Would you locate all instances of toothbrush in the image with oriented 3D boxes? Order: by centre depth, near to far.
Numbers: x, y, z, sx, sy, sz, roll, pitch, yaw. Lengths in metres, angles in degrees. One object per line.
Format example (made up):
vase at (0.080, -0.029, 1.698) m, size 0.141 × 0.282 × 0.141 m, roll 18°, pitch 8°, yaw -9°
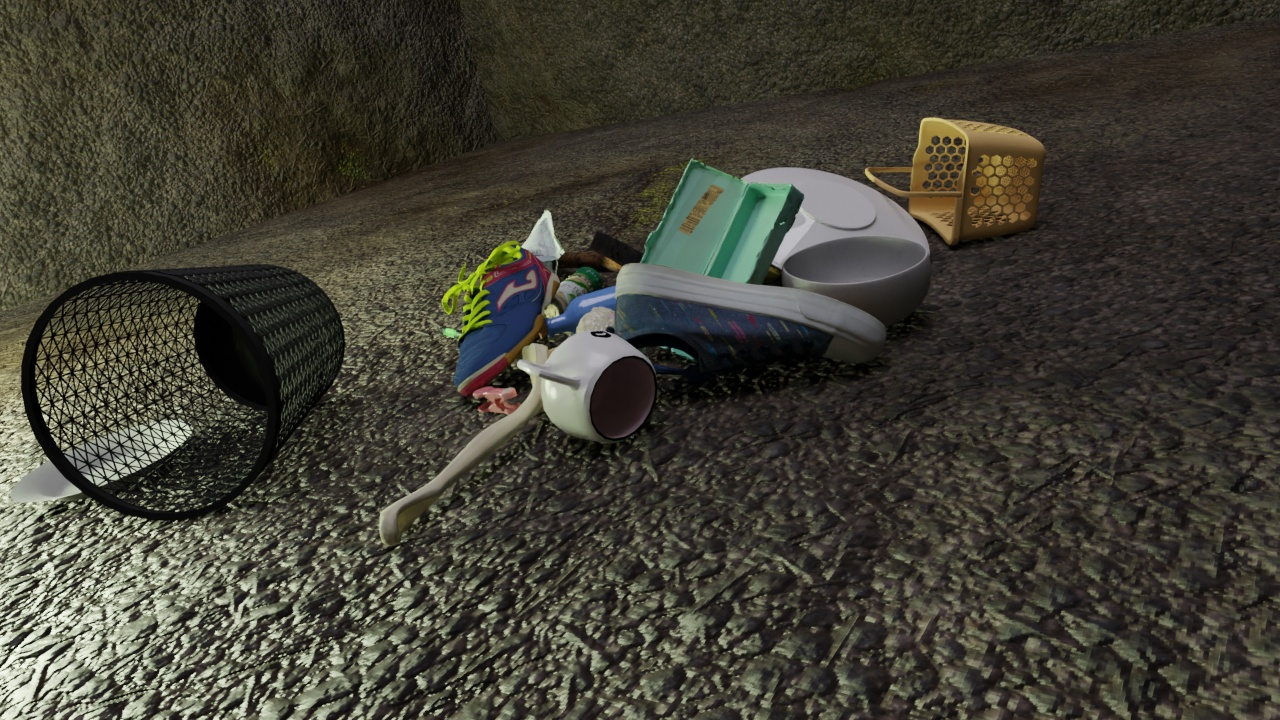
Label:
toothbrush at (-0.005, 0.005, 0.883) m, size 0.190 × 0.016 × 0.017 m, roll 5°, pitch 19°, yaw 42°
toothbrush at (-0.195, -0.026, 1.092) m, size 0.017 × 0.014 × 0.188 m, roll -11°, pitch 15°, yaw -36°

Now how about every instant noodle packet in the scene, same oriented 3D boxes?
instant noodle packet at (-0.162, -0.128, 1.266) m, size 0.147 × 0.057 × 0.269 m, roll -44°, pitch 19°, yaw 6°

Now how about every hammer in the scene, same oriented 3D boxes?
hammer at (-0.073, -0.134, 1.214) m, size 0.331 × 0.120 × 0.033 m, roll 14°, pitch 78°, yaw 63°

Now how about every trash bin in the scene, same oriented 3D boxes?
trash bin at (-0.407, 0.005, 0.886) m, size 0.217 × 0.217 × 0.243 m, roll -11°, pitch 13°, yaw 5°

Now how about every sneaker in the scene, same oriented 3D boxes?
sneaker at (0.088, -0.021, 0.788) m, size 0.235 × 0.079 × 0.087 m, roll 12°, pitch -13°, yaw 8°
sneaker at (-0.162, -0.050, 0.978) m, size 0.116 × 0.091 × 0.241 m, roll -36°, pitch 19°, yaw 26°

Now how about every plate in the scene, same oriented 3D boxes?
plate at (-0.548, 0.109, 0.946) m, size 0.173 × 0.019 × 0.172 m, roll -12°, pitch 20°, yaw 4°
plate at (0.207, -0.159, 0.996) m, size 0.229 × 0.030 × 0.228 m, roll 7°, pitch 42°, yaw -7°

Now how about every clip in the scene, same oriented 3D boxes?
clip at (-0.133, 0.045, 0.867) m, size 0.023 × 0.041 × 0.060 m, roll -26°, pitch 13°, yaw -40°

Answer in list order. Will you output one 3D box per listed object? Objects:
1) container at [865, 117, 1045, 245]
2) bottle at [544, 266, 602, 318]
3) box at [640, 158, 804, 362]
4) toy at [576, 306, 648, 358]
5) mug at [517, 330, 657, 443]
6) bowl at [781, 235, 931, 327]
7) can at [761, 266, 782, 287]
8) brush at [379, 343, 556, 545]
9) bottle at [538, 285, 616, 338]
container at (0.360, -0.218, 1.082) m, size 0.167 × 0.129 × 0.183 m, roll -1°, pitch 21°, yaw 1°
bottle at (-0.087, -0.079, 1.126) m, size 0.043 × 0.043 × 0.109 m, roll -3°, pitch 23°, yaw 27°
box at (0.065, -0.093, 0.885) m, size 0.138 × 0.187 × 0.056 m, roll 25°, pitch -4°, yaw 40°
toy at (-0.023, -0.008, 0.829) m, size 0.050 × 0.087 × 0.112 m, roll -21°, pitch 20°, yaw 47°
mug at (-0.049, 0.017, 0.740) m, size 0.123 × 0.090 × 0.076 m, roll 17°, pitch 3°, yaw -45°
bowl at (0.203, -0.066, 0.861) m, size 0.132 × 0.064 × 0.131 m, roll -9°, pitch 24°, yaw 4°
can at (0.111, -0.063, 0.927) m, size 0.054 × 0.059 × 0.100 m, roll -17°, pitch 19°, yaw -9°
brush at (-0.124, 0.062, 0.758) m, size 0.077 × 0.062 × 0.271 m, roll 4°, pitch 31°, yaw 26°
bottle at (-0.051, -0.052, 1.017) m, size 0.131 × 0.048 × 0.048 m, roll -17°, pitch 20°, yaw -11°
